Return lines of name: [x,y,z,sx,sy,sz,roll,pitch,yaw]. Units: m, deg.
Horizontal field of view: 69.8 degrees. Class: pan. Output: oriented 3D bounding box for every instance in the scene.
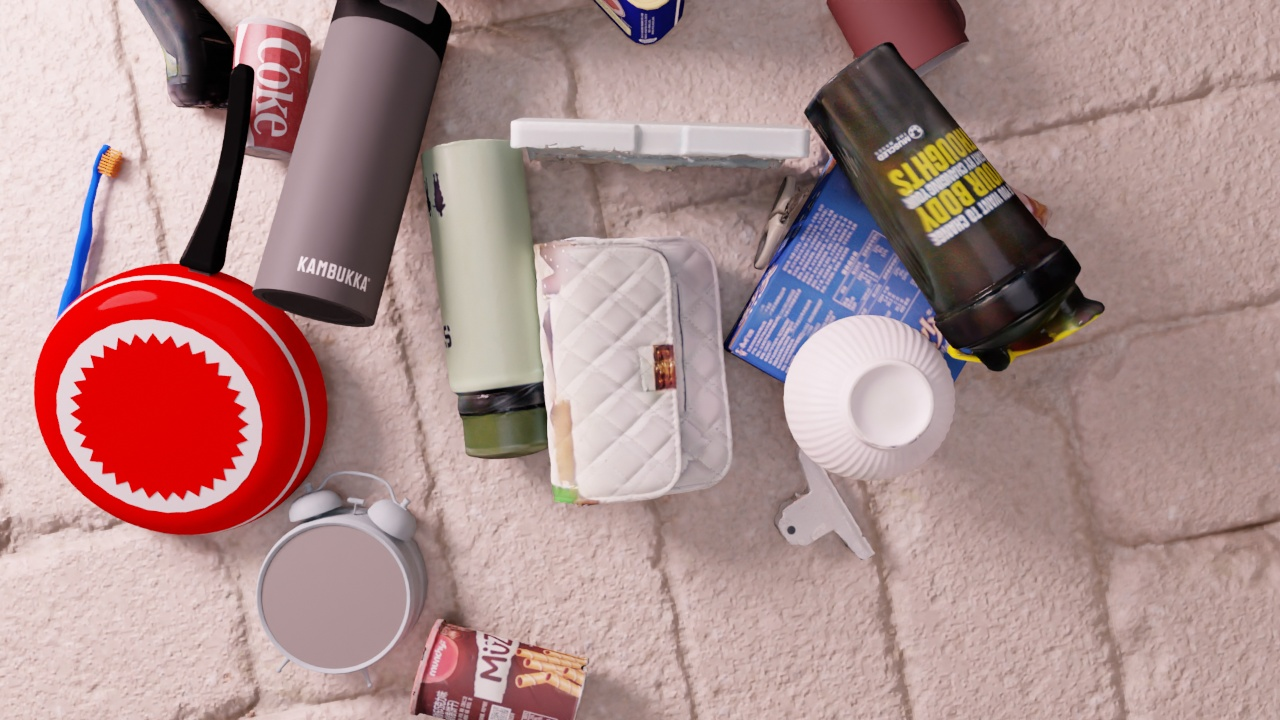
pan: [-0.325,-0.035,0.668,0.209,0.067,0.357,14,105,-4]

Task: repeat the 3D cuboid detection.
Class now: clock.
clock: [-0.228,0.164,0.706,0.122,0.045,0.159,10,93,-1]

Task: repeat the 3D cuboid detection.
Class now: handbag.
handbag: [-0.004,0.004,0.672,0.138,0.072,0.195,-6,91,-17]

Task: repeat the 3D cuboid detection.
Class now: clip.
clip: [0.134,0.120,0.707,0.058,0.050,0.102,-31,90,-12]

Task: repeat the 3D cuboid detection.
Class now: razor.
razor: [-0.360,-0.253,0.699,0.067,0.053,0.151,-39,85,22]

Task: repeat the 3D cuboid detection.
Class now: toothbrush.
toothbrush: [-0.434,-0.079,0.716,0.018,0.016,0.182,14,91,-5]

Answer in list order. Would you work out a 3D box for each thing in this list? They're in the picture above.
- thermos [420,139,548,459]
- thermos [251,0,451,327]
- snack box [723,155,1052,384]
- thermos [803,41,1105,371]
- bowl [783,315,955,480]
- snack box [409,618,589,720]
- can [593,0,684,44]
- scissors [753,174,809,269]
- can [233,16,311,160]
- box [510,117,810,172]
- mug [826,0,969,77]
thermos: [-0.109,-0.042,0.688,0.082,0.082,0.231,-7,91,0]
thermos: [-0.201,-0.150,0.654,0.082,0.082,0.240,11,78,0]
snack box: [0.179,-0.058,0.688,0.155,0.069,0.203,29,92,0]
thermos: [0.199,-0.099,0.609,0.098,0.098,0.221,-36,88,1]
bowl: [0.161,0.027,0.624,0.118,0.062,0.118,0,92,0]
snack box: [-0.105,0.245,0.695,0.121,0.072,0.072,14,91,-1]
can: [-0.015,-0.295,0.671,0.056,0.092,0.116,-44,91,1]
scissors: [0.098,-0.092,0.642,0.012,0.170,0.121,18,118,-1]
can: [-0.280,-0.204,0.694,0.054,0.054,0.096,5,91,0]
box: [0.012,-0.155,0.653,0.197,0.134,0.041,3,101,0]
mug: [0.202,-0.258,0.689,0.105,0.073,0.082,-30,91,-28]
